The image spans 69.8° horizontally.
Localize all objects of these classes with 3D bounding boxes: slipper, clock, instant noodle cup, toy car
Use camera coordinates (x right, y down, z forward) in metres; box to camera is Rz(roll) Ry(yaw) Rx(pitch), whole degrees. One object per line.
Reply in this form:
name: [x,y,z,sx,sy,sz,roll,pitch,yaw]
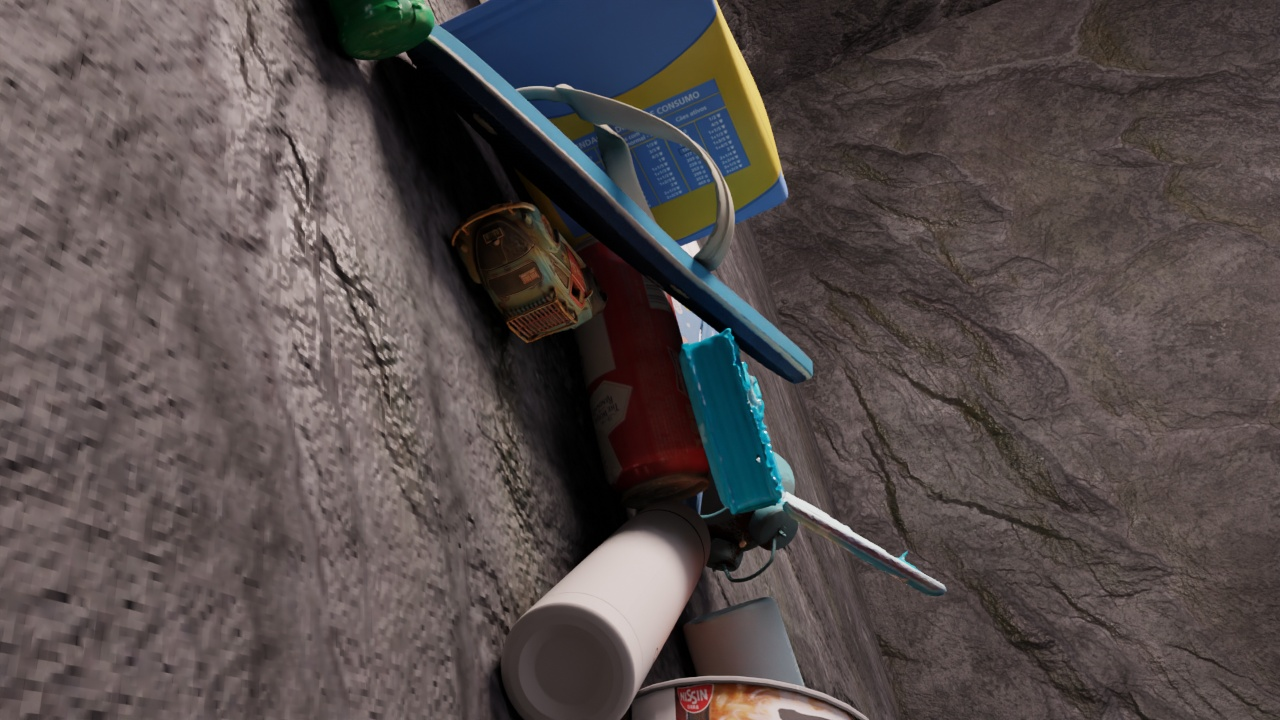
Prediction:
slipper: [-0.001,-0.089,0.503,0.295,0.060,0.118,38,-5,-24]
clock: [0.074,0.113,0.708,0.053,0.090,0.124,39,29,-33]
instant noodle cup: [0.037,0.210,0.357,0.121,0.124,0.124,-81,151,-46]
toy car: [-0.052,-0.034,0.466,0.112,0.047,0.047,47,27,-60]

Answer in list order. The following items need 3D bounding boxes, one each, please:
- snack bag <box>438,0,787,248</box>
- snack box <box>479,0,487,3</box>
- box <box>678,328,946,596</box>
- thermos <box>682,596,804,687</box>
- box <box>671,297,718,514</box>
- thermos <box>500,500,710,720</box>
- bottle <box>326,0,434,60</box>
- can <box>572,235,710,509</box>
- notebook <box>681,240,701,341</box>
snack bag: [-0.010,-0.163,0.577,0.205,0.159,0.102,51,22,-54]
snack box: [-0.101,-0.308,0.636,0.208,0.057,0.104,56,20,-52]
box: [0.088,0.074,0.556,0.182,0.072,0.227,52,3,11]
thermos: [0.089,0.260,0.583,0.065,0.078,0.206,27,43,-72]
box: [0.030,0.018,0.686,0.208,0.034,0.127,-80,150,-41]
thermos: [-0.004,0.111,0.446,0.224,0.052,0.052,-9,81,-78]
bottle: [-0.125,-0.186,0.385,0.043,0.043,0.111,-43,113,-76]
can: [-0.003,0.003,0.574,0.067,0.067,0.170,43,31,-65]
notebook: [0.039,-0.011,0.788,0.143,0.009,0.209,58,33,-48]
